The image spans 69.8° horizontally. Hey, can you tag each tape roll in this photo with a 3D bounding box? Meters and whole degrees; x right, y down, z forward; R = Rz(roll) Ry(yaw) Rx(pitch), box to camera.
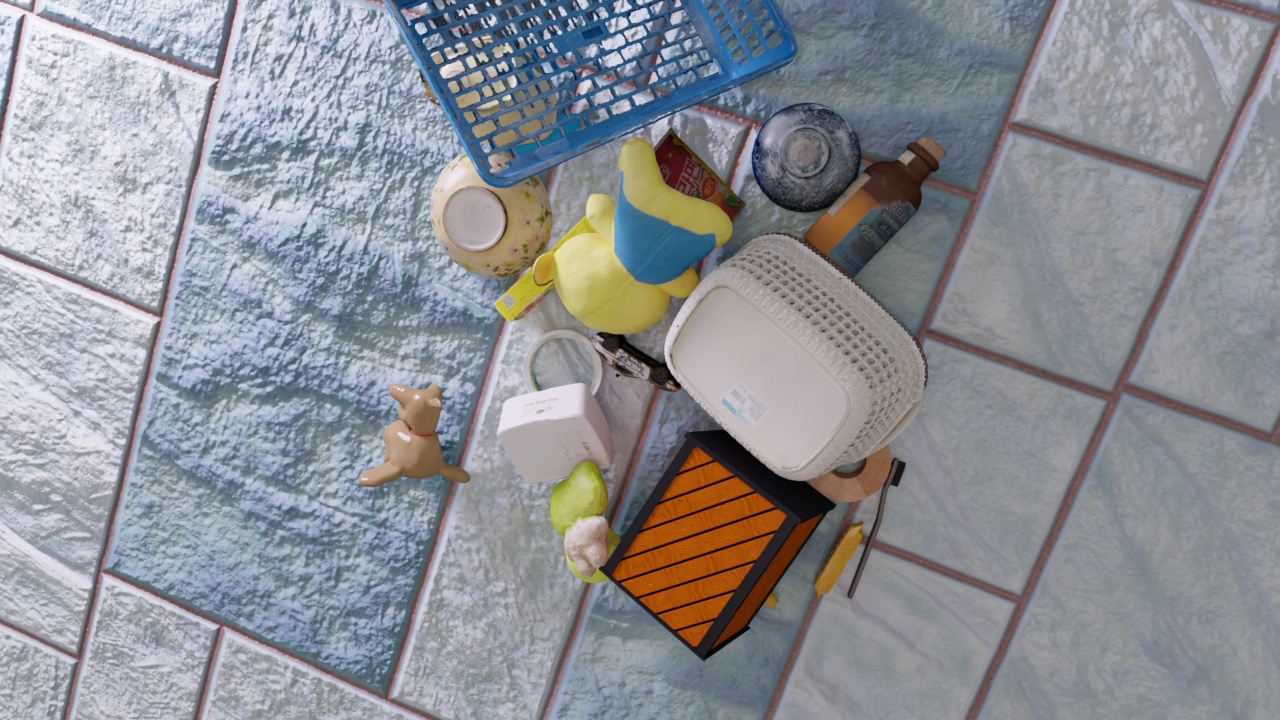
[{"bbox_3d":[0.222,0.104,0.992,0.094,0.027,0.094,1,97,11],"label":"tape roll"},{"bbox_3d":[-0.087,0.011,1.048,0.094,0.018,0.094,2,98,12],"label":"tape roll"}]

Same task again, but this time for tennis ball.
[{"bbox_3d":[-0.052,0.219,1.043,0.065,0.065,0.065,1,97,11],"label":"tennis ball"}]

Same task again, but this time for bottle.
[{"bbox_3d":[0.243,-0.161,0.934,0.068,0.067,0.157,44,103,4],"label":"bottle"}]

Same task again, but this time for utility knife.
[{"bbox_3d":[-0.125,-0.242,1.025,0.175,0.015,0.031,-20,96,15],"label":"utility knife"}]

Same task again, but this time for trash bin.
[{"bbox_3d":[0.083,0.183,0.955,0.140,0.139,0.172,37,103,22],"label":"trash bin"}]

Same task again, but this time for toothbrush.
[{"bbox_3d":[0.255,0.185,1.003,0.013,0.012,0.167,18,100,1],"label":"toothbrush"}]

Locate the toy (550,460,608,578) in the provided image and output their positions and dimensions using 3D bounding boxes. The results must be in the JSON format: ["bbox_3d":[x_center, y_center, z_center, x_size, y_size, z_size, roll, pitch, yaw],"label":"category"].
[{"bbox_3d":[-0.061,0.173,0.988,0.092,0.043,0.117,-43,53,37],"label":"toy"}]

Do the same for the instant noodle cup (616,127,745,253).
[{"bbox_3d":[0.047,-0.171,0.963,0.112,0.100,0.100,37,102,-2],"label":"instant noodle cup"}]

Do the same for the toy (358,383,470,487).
[{"bbox_3d":[-0.258,0.085,1.058,0.106,0.134,0.108,22,105,52],"label":"toy"}]

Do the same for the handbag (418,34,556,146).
[{"bbox_3d":[-0.160,-0.282,0.969,0.111,0.119,0.081,-3,85,16],"label":"handbag"}]

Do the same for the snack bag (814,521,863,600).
[{"bbox_3d":[0.217,0.218,1.008,0.020,0.026,0.099,29,103,6],"label":"snack bag"}]

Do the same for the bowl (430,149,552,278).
[{"bbox_3d":[-0.175,-0.159,1.014,0.145,0.063,0.145,3,104,10],"label":"bowl"}]

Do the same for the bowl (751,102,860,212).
[{"bbox_3d":[0.170,-0.212,0.947,0.114,0.060,0.114,1,96,12],"label":"bowl"}]

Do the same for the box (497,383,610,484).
[{"bbox_3d":[-0.091,0.070,1.032,0.107,0.095,0.102,-12,132,15],"label":"box"}]

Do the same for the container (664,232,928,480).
[{"bbox_3d":[0.144,0.001,0.911,0.251,0.142,0.185,44,126,16],"label":"container"}]

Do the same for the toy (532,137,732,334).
[{"bbox_3d":[-0.013,-0.102,0.932,0.149,0.083,0.215,36,131,-13],"label":"toy"}]

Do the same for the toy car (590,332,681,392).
[{"bbox_3d":[-0.006,0.006,1.015,0.113,0.048,0.040,32,100,6],"label":"toy car"}]

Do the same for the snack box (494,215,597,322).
[{"bbox_3d":[-0.099,-0.102,1.025,0.148,0.040,0.029,-42,88,13],"label":"snack box"}]

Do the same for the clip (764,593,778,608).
[{"bbox_3d":[0.137,0.247,1.029,0.054,0.047,0.047,41,128,6],"label":"clip"}]

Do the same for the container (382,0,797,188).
[{"bbox_3d":[-0.056,-0.328,0.885,0.361,0.089,0.257,-29,90,-22],"label":"container"}]
